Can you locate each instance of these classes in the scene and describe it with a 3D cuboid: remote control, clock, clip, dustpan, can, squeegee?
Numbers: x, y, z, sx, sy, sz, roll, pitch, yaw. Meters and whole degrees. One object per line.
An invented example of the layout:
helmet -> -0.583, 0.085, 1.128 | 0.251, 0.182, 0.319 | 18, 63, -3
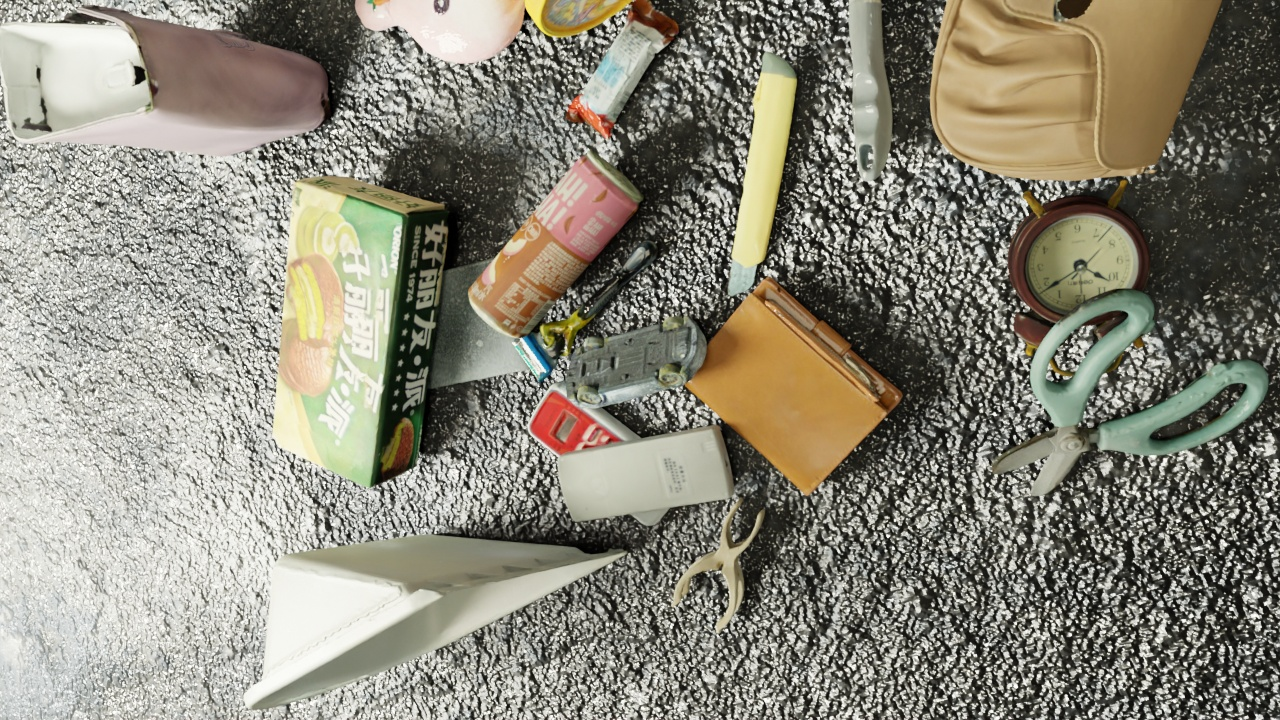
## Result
remote control -> 0.002, 0.088, 0.708 | 0.135, 0.019, 0.056 | -13, 97, 19
remote control -> -0.028, 0.074, 0.739 | 0.136, 0.020, 0.056 | 37, 109, 12
clock -> 0.278, -0.050, 0.581 | 0.082, 0.055, 0.122 | -4, 100, 21
clip -> 0.052, 0.156, 0.716 | 0.089, 0.034, 0.104 | 5, 96, 19
dustpan -> -0.177, 0.218, 0.721 | 0.258, 0.222, 0.142 | 1, 87, 32
can -> -0.065, -0.086, 0.696 | 0.058, 0.057, 0.147 | 45, 103, 9
squeegee -> 0.146, -0.244, 0.608 | 0.247, 0.039, 0.247 | 0, 106, 38

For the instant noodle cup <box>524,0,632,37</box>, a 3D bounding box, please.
instant noodle cup -> -0.052, -0.306, 0.628 | 0.119, 0.118, 0.114 | -36, 86, 22

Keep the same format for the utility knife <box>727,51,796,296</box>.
utility knife -> 0.086, -0.130, 0.662 | 0.031, 0.019, 0.175 | 16, 103, 22

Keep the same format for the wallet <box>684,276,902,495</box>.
wallet -> 0.107, 0.019, 0.672 | 0.132, 0.031, 0.108 | 42, 114, 10

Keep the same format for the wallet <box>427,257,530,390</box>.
wallet -> -0.150, -0.030, 0.770 | 0.121, 0.019, 0.097 | -10, 96, 25

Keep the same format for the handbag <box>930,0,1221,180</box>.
handbag -> 0.257, -0.207, 0.538 | 0.148, 0.099, 0.205 | 18, 108, 16

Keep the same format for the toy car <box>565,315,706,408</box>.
toy car -> -0.004, 0.004, 0.700 | 0.121, 0.037, 0.054 | -16, 50, 29

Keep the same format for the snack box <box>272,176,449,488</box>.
snack box -> -0.236, -0.024, 0.767 | 0.114, 0.063, 0.240 | 20, 110, 21

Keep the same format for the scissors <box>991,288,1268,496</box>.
scissors -> 0.288, 0.020, 0.578 | 0.175, 0.019, 0.176 | -28, 120, 27

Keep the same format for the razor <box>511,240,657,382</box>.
razor -> -0.039, -0.044, 0.722 | 0.143, 0.022, 0.042 | -42, 76, 15

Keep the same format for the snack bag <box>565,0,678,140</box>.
snack bag -> -0.015, -0.214, 0.680 | 0.045, 0.026, 0.105 | 42, 110, 19

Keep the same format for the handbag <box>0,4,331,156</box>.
handbag -> -0.363, -0.216, 0.721 | 0.145, 0.196, 0.098 | 3, 100, 20

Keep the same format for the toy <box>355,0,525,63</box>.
toy -> -0.158, -0.294, 0.709 | 0.160, 0.054, 0.121 | 12, 102, 23
